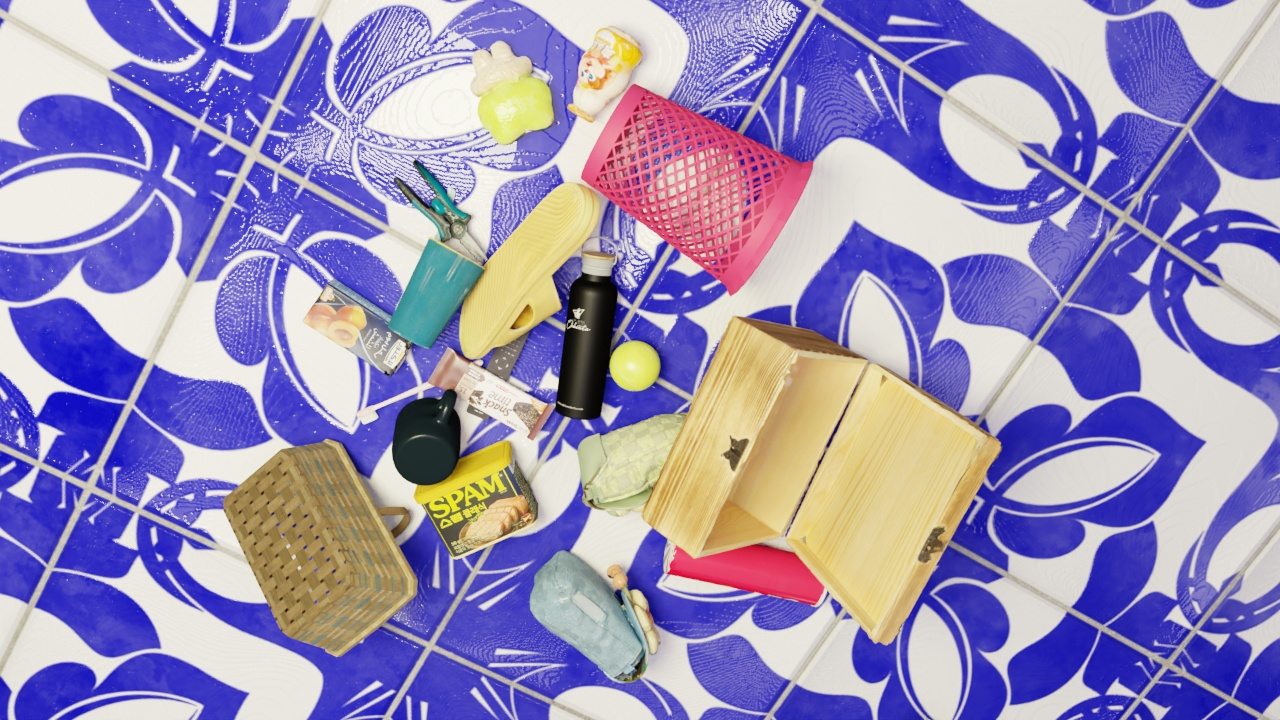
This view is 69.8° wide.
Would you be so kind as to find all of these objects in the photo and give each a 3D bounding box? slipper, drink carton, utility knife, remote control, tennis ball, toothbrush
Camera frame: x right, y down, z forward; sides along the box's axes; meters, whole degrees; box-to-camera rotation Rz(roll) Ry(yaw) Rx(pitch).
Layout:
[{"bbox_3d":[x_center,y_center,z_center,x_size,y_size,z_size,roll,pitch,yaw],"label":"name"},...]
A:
[{"bbox_3d":[-0.131,-0.105,1.129,0.078,0.099,0.264,18,124,-45],"label":"slipper"},{"bbox_3d":[-0.351,-0.041,1.160,0.130,0.040,0.064,34,101,-13],"label":"drink carton"},{"bbox_3d":[-0.259,-0.132,1.158,0.022,0.015,0.179,15,101,-9],"label":"utility knife"},{"bbox_3d":[-0.186,0.013,1.200,0.032,0.015,0.136,25,102,-11],"label":"remote control"},{"bbox_3d":[-0.007,0.007,1.186,0.065,0.065,0.065,-1,105,-4],"label":"tennis ball"},{"bbox_3d":[-0.287,0.040,1.201,0.181,0.015,0.018,-24,113,3],"label":"toothbrush"}]

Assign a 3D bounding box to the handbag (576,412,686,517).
[{"bbox_3d":[0.006,0.143,1.204,0.186,0.113,0.117,-21,113,1],"label":"handbag"}]

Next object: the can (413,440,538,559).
[{"bbox_3d":[-0.214,0.186,1.217,0.135,0.075,0.104,-24,108,2],"label":"can"}]

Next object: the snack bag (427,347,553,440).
[{"bbox_3d":[-0.194,0.045,1.192,0.158,0.013,0.057,31,102,-12],"label":"snack bag"}]

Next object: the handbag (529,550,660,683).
[{"bbox_3d":[-0.054,0.339,1.251,0.192,0.121,0.119,44,99,-9],"label":"handbag"}]

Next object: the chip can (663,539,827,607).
[{"bbox_3d":[0.146,0.285,1.274,0.220,0.069,0.069,14,104,-8],"label":"chip can"}]

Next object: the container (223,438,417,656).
[{"bbox_3d":[-0.391,0.235,1.174,0.157,0.186,0.250,-39,68,7],"label":"container"}]

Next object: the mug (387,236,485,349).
[{"bbox_3d":[-0.254,-0.080,1.121,0.078,0.078,0.121,30,89,-12],"label":"mug"}]

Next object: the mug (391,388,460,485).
[{"bbox_3d":[-0.264,0.090,1.167,0.085,0.094,0.122,25,107,-20],"label":"mug"}]

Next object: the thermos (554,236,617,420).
[{"bbox_3d":[-0.065,-0.043,1.170,0.061,0.061,0.231,7,105,-6],"label":"thermos"}]

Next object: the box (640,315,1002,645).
[{"bbox_3d":[0.237,0.142,1.109,0.315,0.281,0.279,29,104,30],"label":"box"}]

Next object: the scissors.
[{"bbox_3d":[-0.241,-0.186,1.131,0.128,0.019,0.140,3,100,2],"label":"scissors"}]

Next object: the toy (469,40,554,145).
[{"bbox_3d":[-0.157,-0.321,1.095,0.092,0.046,0.115,-24,99,2],"label":"toy"}]

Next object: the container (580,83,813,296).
[{"bbox_3d":[0.058,-0.213,1.085,0.226,0.183,0.183,30,101,-4],"label":"container"}]

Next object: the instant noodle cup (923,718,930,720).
[{"bbox_3d":[0.435,0.609,1.359,0.137,0.137,0.112,36,91,-13],"label":"instant noodle cup"}]

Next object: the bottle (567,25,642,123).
[{"bbox_3d":[-0.045,-0.337,1.088,0.063,0.063,0.108,29,100,-12],"label":"bottle"}]
